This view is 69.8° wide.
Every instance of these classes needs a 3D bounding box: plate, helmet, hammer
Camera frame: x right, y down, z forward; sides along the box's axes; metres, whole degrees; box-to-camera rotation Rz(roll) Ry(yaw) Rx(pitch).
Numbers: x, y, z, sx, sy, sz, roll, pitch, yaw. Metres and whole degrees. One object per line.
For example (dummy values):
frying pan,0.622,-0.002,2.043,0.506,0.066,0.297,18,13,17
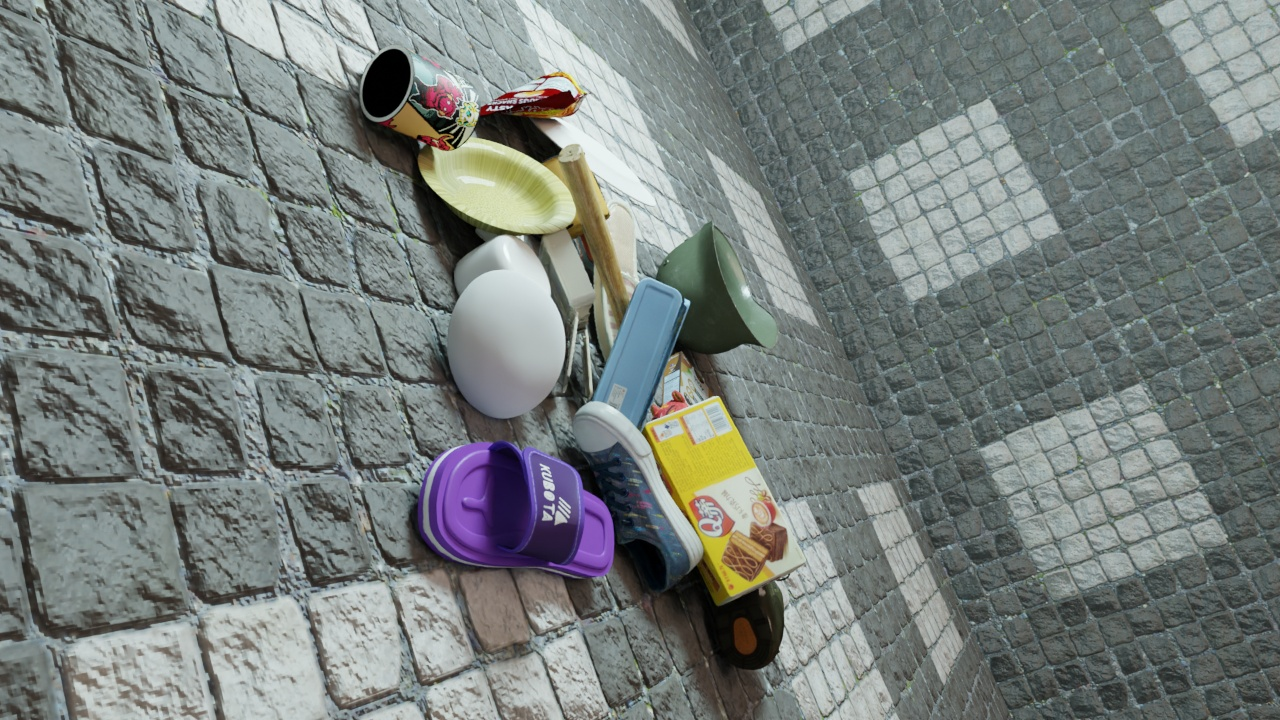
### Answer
plate,-0.167,-0.188,1.047,0.184,0.036,0.184,19,36,-15
helmet,0.109,-0.110,1.524,0.227,0.154,0.267,52,28,-31
hammer,-0.040,-0.114,1.099,0.132,0.033,0.331,-58,148,-31
plate,-0.070,-0.316,1.403,0.242,0.016,0.242,35,16,-12

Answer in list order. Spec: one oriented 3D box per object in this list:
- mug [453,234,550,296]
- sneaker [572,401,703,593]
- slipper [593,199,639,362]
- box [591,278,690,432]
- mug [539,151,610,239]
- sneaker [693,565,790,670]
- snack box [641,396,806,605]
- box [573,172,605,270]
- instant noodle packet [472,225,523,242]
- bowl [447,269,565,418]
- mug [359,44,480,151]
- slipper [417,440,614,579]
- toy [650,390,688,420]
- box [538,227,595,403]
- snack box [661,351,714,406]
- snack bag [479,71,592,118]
mug,-0.142,-0.075,0.993,0.115,0.068,0.094,59,21,-12
sneaker,-0.016,0.158,1.026,0.079,0.088,0.235,-44,111,-43
slipper,-0.015,-0.100,1.272,0.115,0.052,0.262,15,67,-56
box,-0.007,0.005,1.137,0.086,0.073,0.208,112,-1,-75
mug,-0.110,-0.209,1.216,0.123,0.101,0.094,-24,89,-29
sneaker,0.139,0.279,1.198,0.143,0.101,0.237,28,41,-60
snack box,0.093,0.169,1.116,0.230,0.110,0.062,63,-21,18
box,-0.081,-0.223,1.350,0.070,0.057,0.187,-10,69,-36
instant noodle packet,-0.170,-0.172,1.107,0.087,0.026,0.134,44,28,-42
bowl,-0.120,-0.016,0.911,0.149,0.043,0.149,-1,92,-51
mug,-0.247,-0.288,0.992,0.118,0.082,0.098,37,14,31
slipper,-0.078,0.138,0.830,0.266,0.084,0.107,35,48,-54
toy,0.065,0.105,1.256,0.133,0.088,0.094,44,24,-43
box,-0.084,-0.048,1.075,0.145,0.058,0.187,114,-38,-72
snack box,0.073,0.079,1.382,0.101,0.032,0.185,53,22,-27
snack bag,-0.143,-0.366,1.275,0.207,0.139,0.067,-68,154,-71
